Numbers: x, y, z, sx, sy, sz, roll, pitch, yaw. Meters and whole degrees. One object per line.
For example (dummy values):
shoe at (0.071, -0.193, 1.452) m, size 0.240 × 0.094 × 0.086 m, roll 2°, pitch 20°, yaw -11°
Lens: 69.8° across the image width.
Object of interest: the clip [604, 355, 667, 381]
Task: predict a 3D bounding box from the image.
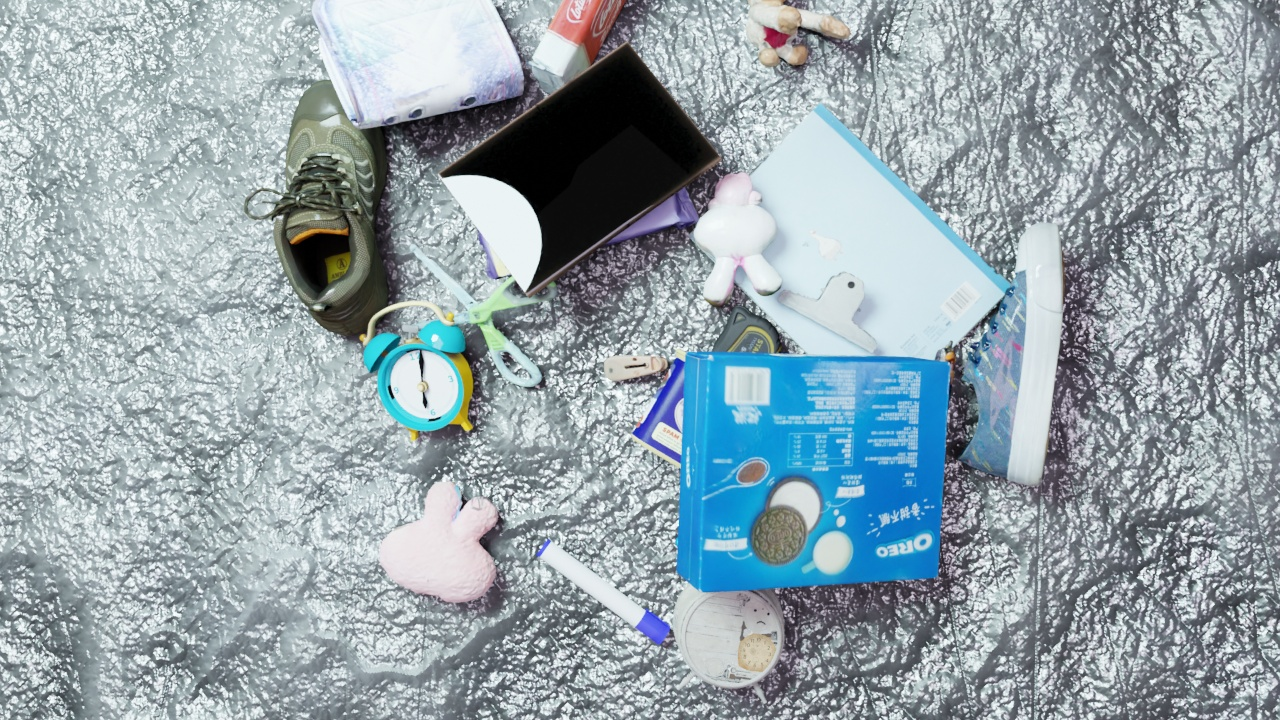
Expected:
clip at (-0.002, 0.004, 0.865) m, size 0.052 × 0.059 × 0.026 m, roll -9°, pitch 89°, yaw -39°

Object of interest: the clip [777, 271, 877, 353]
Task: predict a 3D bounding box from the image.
clip at (0.184, -0.055, 0.853) m, size 0.102 × 0.045 × 0.055 m, roll 30°, pitch 97°, yaw 2°

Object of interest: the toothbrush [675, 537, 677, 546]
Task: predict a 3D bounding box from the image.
toothbrush at (0.098, 0.155, 0.859) m, size 0.135 × 0.017 × 0.022 m, roll -15°, pitch 91°, yaw 1°

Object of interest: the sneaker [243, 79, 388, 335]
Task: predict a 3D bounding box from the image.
sneaker at (-0.290, -0.143, 0.814) m, size 0.101 × 0.143 × 0.238 m, roll -6°, pitch 88°, yaw 2°

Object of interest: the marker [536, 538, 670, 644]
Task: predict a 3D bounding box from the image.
marker at (-0.035, 0.216, 0.861) m, size 0.141 × 0.020 × 0.020 m, roll 36°, pitch 90°, yaw 2°

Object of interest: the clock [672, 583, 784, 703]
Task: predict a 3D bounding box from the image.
clock at (0.084, 0.226, 0.836) m, size 0.103 × 0.061 × 0.157 m, roll 8°, pitch 91°, yaw 2°

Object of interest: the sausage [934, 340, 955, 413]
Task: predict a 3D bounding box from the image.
sausage at (0.274, 0.058, 0.849) m, size 0.020 × 0.020 × 0.155 m, roll 7°, pitch 94°, yaw 2°

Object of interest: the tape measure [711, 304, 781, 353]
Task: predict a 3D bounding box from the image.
tape measure at (0.100, -0.013, 0.854) m, size 0.061 × 0.034 × 0.062 m, roll 32°, pitch 102°, yaw 6°

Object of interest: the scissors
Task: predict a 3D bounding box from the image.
scissors at (-0.148, -0.038, 0.846) m, size 0.172 × 0.023 × 0.172 m, roll -11°, pitch 121°, yaw 27°

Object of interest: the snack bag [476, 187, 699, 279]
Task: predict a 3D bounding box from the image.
snack bag at (-0.055, -0.145, 0.851) m, size 0.205 × 0.058 × 0.096 m, roll -16°, pitch 91°, yaw -1°

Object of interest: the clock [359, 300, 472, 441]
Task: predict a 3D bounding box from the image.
clock at (-0.204, 0.009, 0.851) m, size 0.099 × 0.043 × 0.130 m, roll -12°, pitch 103°, yaw 14°

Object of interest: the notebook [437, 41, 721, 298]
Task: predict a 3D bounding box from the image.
notebook at (-0.054, -0.171, 0.813) m, size 0.209 × 0.008 × 0.141 m, roll -36°, pitch 80°, yaw -4°

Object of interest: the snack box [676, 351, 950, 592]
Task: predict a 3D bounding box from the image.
snack box at (0.152, 0.093, 0.796) m, size 0.238 × 0.056 × 0.195 m, roll 1°, pitch 93°, yaw -19°

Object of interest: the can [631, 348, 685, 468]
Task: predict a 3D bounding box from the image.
can at (0.061, 0.058, 0.843) m, size 0.116 × 0.056 × 0.092 m, roll 30°, pitch 91°, yaw 2°

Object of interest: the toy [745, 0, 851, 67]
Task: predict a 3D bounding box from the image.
toy at (0.133, -0.324, 0.849) m, size 0.085 × 0.074 × 0.106 m, roll -12°, pitch 65°, yaw -29°

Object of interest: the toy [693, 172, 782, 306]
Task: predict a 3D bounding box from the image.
toy at (0.090, -0.112, 0.847) m, size 0.079 × 0.038 × 0.122 m, roll -4°, pitch 89°, yaw 15°

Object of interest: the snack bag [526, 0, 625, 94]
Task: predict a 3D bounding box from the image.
snack bag at (-0.031, -0.351, 0.844) m, size 0.041 × 0.077 × 0.225 m, roll 27°, pitch 89°, yaw 5°

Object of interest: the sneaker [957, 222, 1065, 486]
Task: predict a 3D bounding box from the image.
sneaker at (0.336, -0.007, 0.834) m, size 0.079 × 0.087 × 0.235 m, roll 6°, pitch 93°, yaw 22°

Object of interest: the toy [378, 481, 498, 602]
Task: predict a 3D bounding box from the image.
toy at (-0.180, 0.168, 0.852) m, size 0.108 × 0.053 × 0.105 m, roll 22°, pitch 78°, yaw 2°

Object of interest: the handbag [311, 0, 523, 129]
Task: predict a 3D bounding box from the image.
handbag at (-0.200, -0.272, 0.827) m, size 0.158 × 0.069 × 0.126 m, roll -20°, pitch 73°, yaw -21°

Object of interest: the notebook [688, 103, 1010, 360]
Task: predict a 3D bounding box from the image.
notebook at (0.197, -0.093, 0.865) m, size 0.181 × 0.009 × 0.253 m, roll -45°, pitch 87°, yaw 1°
